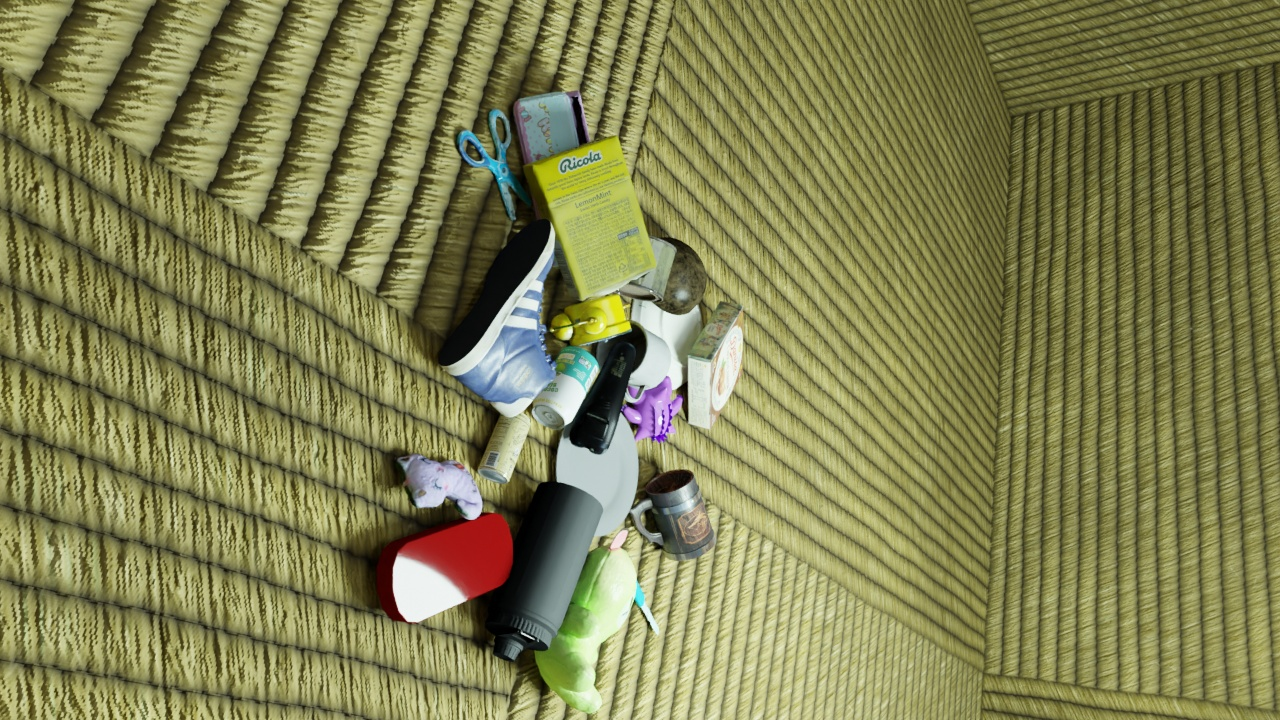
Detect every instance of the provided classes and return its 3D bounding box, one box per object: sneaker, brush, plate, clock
[{"bbox_3d":[-0.130,-0.044,1.071,0.118,0.092,0.232,51,48,-33],"label":"sneaker"},{"bbox_3d":[-0.209,0.216,0.974,0.173,0.042,0.082,-11,95,-55],"label":"brush"},{"bbox_3d":[0.050,-0.047,1.382,0.182,0.034,0.182,9,79,-54],"label":"plate"},{"bbox_3d":[-0.059,0.144,1.224,0.178,0.012,0.178,9,79,-55],"label":"plate"},{"bbox_3d":[-0.063,-0.048,1.177,0.118,0.083,0.057,-22,99,-57],"label":"clock"}]

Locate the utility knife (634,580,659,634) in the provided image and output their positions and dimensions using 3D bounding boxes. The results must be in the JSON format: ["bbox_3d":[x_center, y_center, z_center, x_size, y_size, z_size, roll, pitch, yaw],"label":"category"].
[{"bbox_3d":[-0.006,0.325,1.277,0.022,0.015,0.167,-50,125,-45],"label":"utility knife"}]

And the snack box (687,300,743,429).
[{"bbox_3d":[0.117,0.007,1.423,0.146,0.041,0.143,-56,152,-43],"label":"snack box"}]

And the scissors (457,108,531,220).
[{"bbox_3d":[-0.176,-0.229,1.099,0.117,0.013,0.140,-28,111,-54],"label":"scissors"}]

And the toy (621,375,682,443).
[{"bbox_3d":[0.020,0.071,1.305,0.105,0.056,0.088,-9,106,-32],"label":"toy"}]

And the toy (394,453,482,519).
[{"bbox_3d":[-0.209,0.134,0.971,0.099,0.036,0.080,15,38,-56],"label":"toy"}]

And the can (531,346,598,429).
[{"bbox_3d":[-0.094,0.033,1.147,0.055,0.055,0.101,57,44,-35],"label":"can"}]

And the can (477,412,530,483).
[{"bbox_3d":[-0.157,0.099,1.064,0.038,0.038,0.079,48,50,-41],"label":"can"}]

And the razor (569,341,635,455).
[{"bbox_3d":[-0.045,0.047,1.183,0.067,0.054,0.151,116,-5,-69],"label":"razor"}]

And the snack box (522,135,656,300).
[{"bbox_3d":[-0.059,-0.174,1.138,0.121,0.045,0.181,-26,108,-21],"label":"snack box"}]

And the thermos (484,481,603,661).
[{"bbox_3d":[-0.116,0.248,1.066,0.086,0.086,0.198,51,48,-39],"label":"thermos"}]

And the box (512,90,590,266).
[{"bbox_3d":[-0.103,-0.233,1.188,0.090,0.091,0.214,-135,-148,-77],"label":"box"}]

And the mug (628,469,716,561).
[{"bbox_3d":[0.042,0.228,1.316,0.115,0.080,0.107,-26,108,-25],"label":"mug"}]

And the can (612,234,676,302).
[{"bbox_3d":[-0.003,-0.127,1.253,0.089,0.090,0.074,23,79,-52],"label":"can"}]

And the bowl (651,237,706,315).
[{"bbox_3d":[0.054,-0.132,1.336,0.121,0.056,0.121,23,51,-31],"label":"bowl"}]

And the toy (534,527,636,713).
[{"bbox_3d":[-0.065,0.313,1.120,0.150,0.107,0.196,84,17,-53],"label":"toy"}]

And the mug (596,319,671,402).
[{"bbox_3d":[-0.007,0.007,1.245,0.070,0.084,0.113,27,53,-53],"label":"mug"}]
